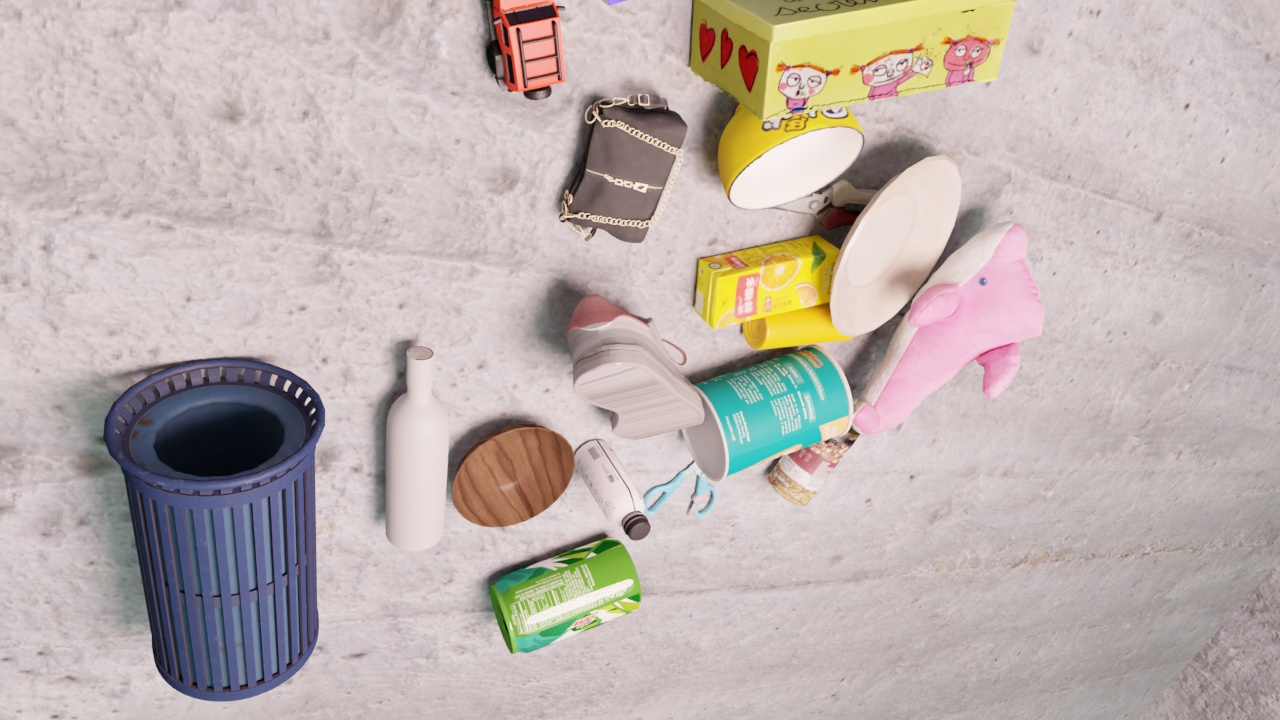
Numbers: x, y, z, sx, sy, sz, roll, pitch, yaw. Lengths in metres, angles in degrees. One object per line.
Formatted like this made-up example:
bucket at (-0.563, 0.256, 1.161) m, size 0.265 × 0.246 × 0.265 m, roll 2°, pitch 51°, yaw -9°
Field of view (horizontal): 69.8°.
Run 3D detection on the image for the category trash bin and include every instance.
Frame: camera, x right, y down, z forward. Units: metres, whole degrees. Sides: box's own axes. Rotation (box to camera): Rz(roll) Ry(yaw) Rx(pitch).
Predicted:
trash bin at (-0.315, 0.139, 0.704) m, size 0.139 × 0.139 × 0.250 m, roll -7°, pitch 128°, yaw -27°

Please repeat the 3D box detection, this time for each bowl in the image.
bowl at (0.114, -0.181, 0.745) m, size 0.117 × 0.067 × 0.117 m, roll -18°, pitch 163°, yaw -6°
bowl at (-0.122, 0.101, 0.860) m, size 0.119 × 0.032 × 0.119 m, roll -16°, pitch 131°, yaw -20°

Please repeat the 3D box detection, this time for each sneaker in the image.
sneaker at (-0.005, 0.005, 0.826) m, size 0.099 × 0.089 × 0.236 m, roll -12°, pitch 159°, yaw 10°

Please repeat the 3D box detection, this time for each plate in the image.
plate at (0.236, -0.110, 0.875) m, size 0.188 × 0.027 × 0.189 m, roll -30°, pitch 141°, yaw -29°

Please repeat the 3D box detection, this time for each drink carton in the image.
drink carton at (0.118, -0.075, 0.861) m, size 0.134 × 0.043 × 0.059 m, roll -14°, pitch 127°, yaw -22°

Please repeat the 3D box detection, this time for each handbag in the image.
handbag at (-0.017, -0.150, 0.723) m, size 0.079 × 0.054 × 0.129 m, roll 8°, pitch 122°, yaw -23°

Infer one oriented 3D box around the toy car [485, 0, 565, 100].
toy car at (-0.077, -0.229, 0.619) m, size 0.051 × 0.049 × 0.100 m, roll -18°, pitch 131°, yaw -18°

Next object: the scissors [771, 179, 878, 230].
scissors at (0.185, -0.141, 0.868) m, size 0.188 × 0.015 × 0.140 m, roll -27°, pitch 135°, yaw -10°

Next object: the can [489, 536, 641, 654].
can at (-0.079, 0.246, 0.963) m, size 0.144 × 0.083 × 0.083 m, roll -17°, pitch 131°, yaw -19°

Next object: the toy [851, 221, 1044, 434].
toy at (0.322, -0.013, 0.937) m, size 0.266 × 0.128 × 0.186 m, roll -54°, pitch 158°, yaw 18°

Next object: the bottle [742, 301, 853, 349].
bottle at (0.174, -0.038, 0.921) m, size 0.143 × 0.043 × 0.043 m, roll -6°, pitch 126°, yaw -27°

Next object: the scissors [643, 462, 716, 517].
scissors at (0.047, 0.127, 1.000) m, size 0.117 × 0.015 × 0.139 m, roll -14°, pitch 124°, yaw -22°

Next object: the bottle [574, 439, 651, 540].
bottle at (-0.025, 0.126, 0.879) m, size 0.041 × 0.116 × 0.041 m, roll -16°, pitch 130°, yaw -20°

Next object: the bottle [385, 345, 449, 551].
bottle at (-0.191, 0.075, 0.784) m, size 0.052 × 0.052 × 0.196 m, roll -8°, pitch 127°, yaw -26°

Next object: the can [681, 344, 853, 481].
can at (0.124, 0.051, 0.921) m, size 0.143 × 0.099 × 0.099 m, roll -17°, pitch 131°, yaw -19°

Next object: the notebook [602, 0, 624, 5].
notebook at (0.059, -0.356, 0.623) m, size 0.209 × 0.022 × 0.172 m, roll -22°, pitch 134°, yaw -14°

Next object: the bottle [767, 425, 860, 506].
bottle at (0.195, 0.108, 1.038) m, size 0.056 × 0.056 × 0.105 m, roll 17°, pitch 114°, yaw -39°

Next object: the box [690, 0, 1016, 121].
box at (0.157, -0.251, 0.694) m, size 0.220 × 0.124 × 0.080 m, roll -13°, pitch 129°, yaw -20°
